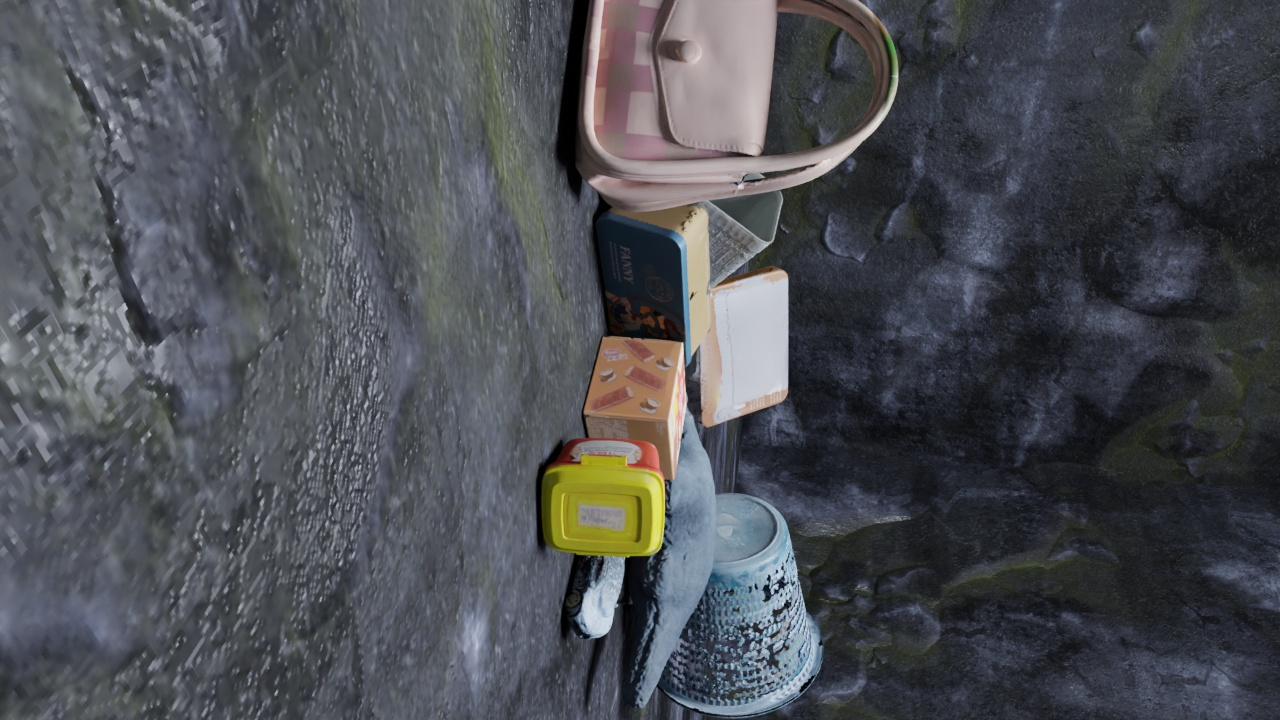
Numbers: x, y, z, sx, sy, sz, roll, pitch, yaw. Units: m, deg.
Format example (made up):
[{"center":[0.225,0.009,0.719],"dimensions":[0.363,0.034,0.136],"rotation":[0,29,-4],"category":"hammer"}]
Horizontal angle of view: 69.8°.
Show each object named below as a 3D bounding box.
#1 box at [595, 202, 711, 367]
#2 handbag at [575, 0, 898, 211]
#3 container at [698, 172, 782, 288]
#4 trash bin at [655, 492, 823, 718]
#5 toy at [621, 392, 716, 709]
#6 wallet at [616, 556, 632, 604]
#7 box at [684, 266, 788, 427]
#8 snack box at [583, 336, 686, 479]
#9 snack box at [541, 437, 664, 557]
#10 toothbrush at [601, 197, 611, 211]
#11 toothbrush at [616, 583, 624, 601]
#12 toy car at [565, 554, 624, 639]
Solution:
[{"center":[0.015,-0.078,0.836],"dimensions":[0.061,0.090,0.184],"rotation":[-57,153,-32],"category":"box"},{"center":[0.071,-0.212,0.688],"dimensions":[0.093,0.234,0.193],"rotation":[60,36,-76],"category":"handbag"},{"center":[0.063,-0.129,0.885],"dimensions":[0.115,0.090,0.090],"rotation":[-41,-159,44],"category":"container"},{"center":[0.105,0.278,1.116],"dimensions":[0.226,0.227,0.195],"rotation":[-69,155,-60],"category":"trash bin"},{"center":[0.029,0.175,0.971],"dimensions":[0.137,0.091,0.356],"rotation":[26,66,-64],"category":"toy"},{"center":[-0.005,0.217,1.063],"dimensions":[0.101,0.032,0.124],"rotation":[33,61,-77],"category":"wallet"},{"center":[0.099,-0.029,1.115],"dimensions":[0.152,0.178,0.183],"rotation":[-70,162,-62],"category":"box"},{"center":[-0.002,0.044,0.849],"dimensions":[0.093,0.077,0.094],"rotation":[83,14,-48],"category":"snack box"},{"center":[-0.026,0.099,0.704],"dimensions":[0.080,0.091,0.082],"rotation":[-79,171,-68],"category":"snack box"},{"center":[-0.024,-0.131,0.828],"dimensions":[0.189,0.017,0.014],"rotation":[70,26,-65],"category":"toothbrush"},{"center":[-0.014,0.174,0.935],"dimensions":[0.015,0.018,0.181],"rotation":[-60,162,-63],"category":"toothbrush"},{"center":[-0.036,0.193,0.809],"dimensions":[0.049,0.031,0.105],"rotation":[48,42,-40],"category":"toy car"}]
